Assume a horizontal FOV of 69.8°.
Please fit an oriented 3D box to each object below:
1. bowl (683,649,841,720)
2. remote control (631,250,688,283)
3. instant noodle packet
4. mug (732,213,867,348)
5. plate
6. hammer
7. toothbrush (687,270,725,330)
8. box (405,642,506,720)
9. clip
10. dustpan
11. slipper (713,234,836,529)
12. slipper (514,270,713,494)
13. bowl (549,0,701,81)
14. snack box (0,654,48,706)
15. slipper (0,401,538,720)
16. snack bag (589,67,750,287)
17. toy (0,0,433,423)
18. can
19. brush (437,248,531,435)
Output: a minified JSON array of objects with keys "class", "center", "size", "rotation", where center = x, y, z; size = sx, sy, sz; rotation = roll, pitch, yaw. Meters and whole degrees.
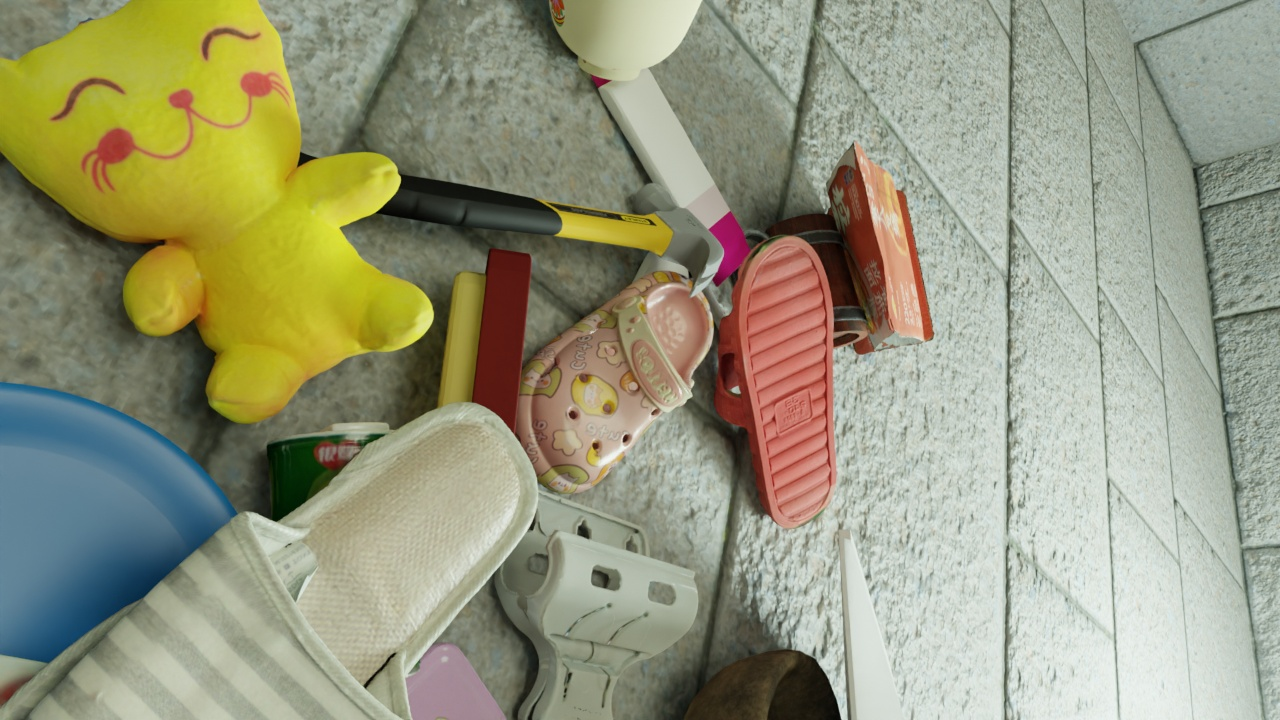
[{"class":"bowl","center":[0.083,0.284,0.632],"size":[0.162,0.070,0.162],"rotation":[28,57,-53]},{"class":"remote control","center":[0.005,-0.037,0.701],"size":[0.043,0.013,0.136],"rotation":[49,47,-28]},{"class":"instant noodle packet","center":[0.220,-0.097,0.842],"size":[0.220,0.084,0.164],"rotation":[11,69,-75]},{"class":"mug","center":[0.139,-0.068,0.825],"size":[0.117,0.082,0.111],"rotation":[-4,77,-25]},{"class":"plate","center":[-0.254,0.120,0.349],"size":[0.224,0.024,0.224],"rotation":[18,66,-45]},{"class":"hammer","center":[-0.070,-0.093,0.588],"size":[0.322,0.029,0.127],"rotation":[1,37,-43]},{"class":"toothbrush","center":[0.081,-0.013,0.783],"size":[0.187,0.012,0.017],"rotation":[60,29,-17]},{"class":"box","center":[-0.133,0.256,0.440],"size":[0.213,0.041,0.151],"rotation":[-39,112,-47]},{"class":"clip","center":[-0.024,0.157,0.561],"size":[0.126,0.106,0.151],"rotation":[26,49,-39]},{"class":"dustpan","center":[0.184,0.288,0.686],"size":[0.191,0.053,0.258],"rotation":[-76,160,-57]},{"class":"slipper","center":[0.108,0.020,0.756],"size":[0.103,0.059,0.249],"rotation":[-19,112,-28]},{"class":"slipper","center":[-0.004,0.004,0.613],"size":[0.093,0.082,0.196],"rotation":[54,54,-17]},{"class":"bowl","center":[-0.017,-0.254,0.687],"size":[0.117,0.118,0.074],"rotation":[-33,146,-48]},{"class":"snack box","center":[-0.188,0.195,0.354],"size":[0.168,0.027,0.131],"rotation":[28,58,-37]},{"class":"slipper","center":[-0.136,0.109,0.373],"size":[0.271,0.054,0.114],"rotation":[-40,109,-41]},{"class":"snack bag","center":[0.028,-0.157,0.754],"size":[0.196,0.016,0.070],"rotation":[58,43,-12]},{"class":"toy","center":[-0.189,-0.074,0.432],"size":[0.134,0.087,0.194],"rotation":[-37,107,-16]},{"class":"can","center":[-0.145,0.094,0.448],"size":[0.067,0.067,0.121],"rotation":[5,75,-48]},{"class":"brush","center":[-0.094,0.020,0.524],"size":[0.042,0.082,0.173],"rotation":[7,70,-11]}]
